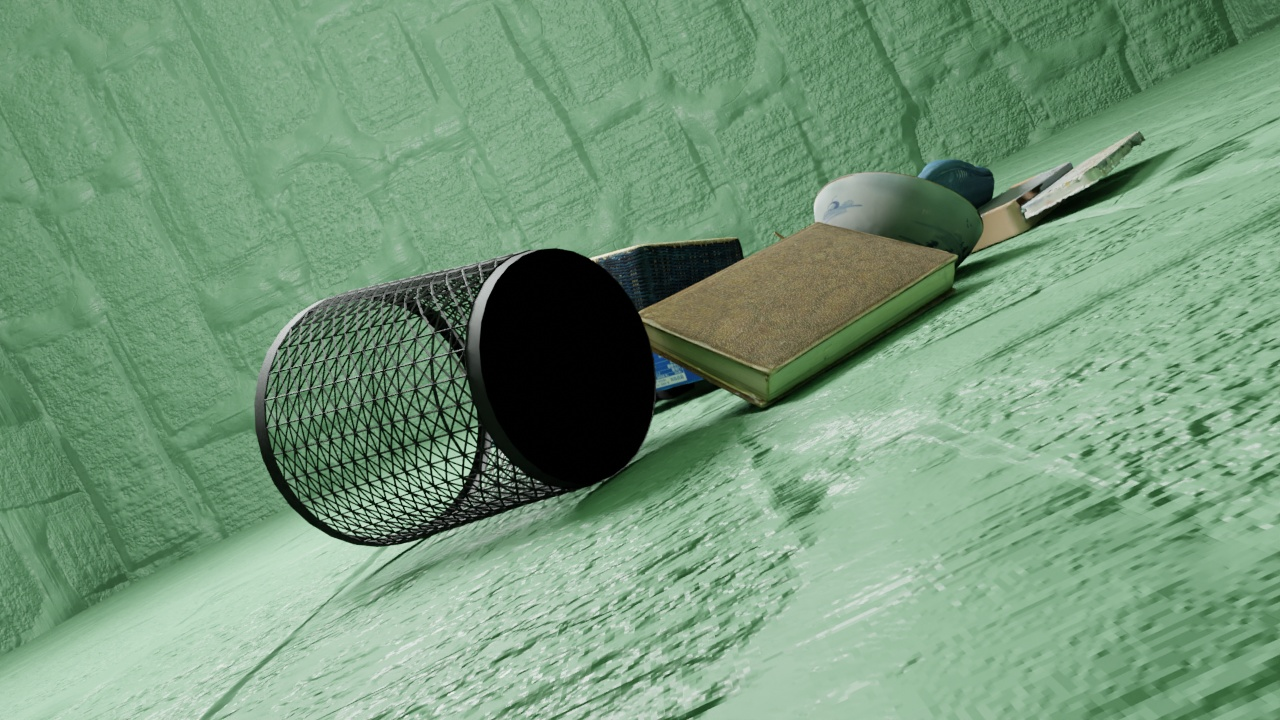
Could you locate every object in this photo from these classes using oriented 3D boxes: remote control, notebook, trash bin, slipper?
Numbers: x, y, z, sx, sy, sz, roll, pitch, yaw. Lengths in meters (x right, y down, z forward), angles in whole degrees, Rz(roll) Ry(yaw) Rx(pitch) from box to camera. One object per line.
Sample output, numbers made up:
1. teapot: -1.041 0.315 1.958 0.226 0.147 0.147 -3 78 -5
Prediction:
1. remote control: 0.029 0.029 0.955 0.039 0.010 0.125 -27 3 -12
2. notebook: 0.106 -0.052 0.710 0.215 0.034 0.190 -28 34 -28
3. trash bin: -0.132 0.025 0.697 0.244 0.217 0.216 -14 10 42
4. slipper: 0.319 -0.161 0.967 0.059 0.104 0.213 20 21 34

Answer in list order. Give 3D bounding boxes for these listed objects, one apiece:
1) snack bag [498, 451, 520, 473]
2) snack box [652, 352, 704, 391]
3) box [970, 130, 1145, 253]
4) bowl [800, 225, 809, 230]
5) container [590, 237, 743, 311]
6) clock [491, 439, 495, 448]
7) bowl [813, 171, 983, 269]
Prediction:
1. snack bag: -0.080 0.071 0.912 0.115 0.036 0.077 -28 4 -29
2. snack box: 0.054 -0.014 0.833 0.227 0.059 0.059 -17 8 31
3. box: 0.416 -0.170 0.924 0.149 0.043 0.215 -17 8 44
4. bowl: 0.297 -0.157 1.201 0.177 0.071 0.177 -18 11 4
5. container: 0.004 -0.072 0.931 0.146 0.071 0.187 -10 2 37
6. clock: -0.158 0.081 1.233 0.125 0.051 0.088 -25 5 35
7. bowl: 0.218 -0.100 0.804 0.151 0.150 0.056 -20 48 62
